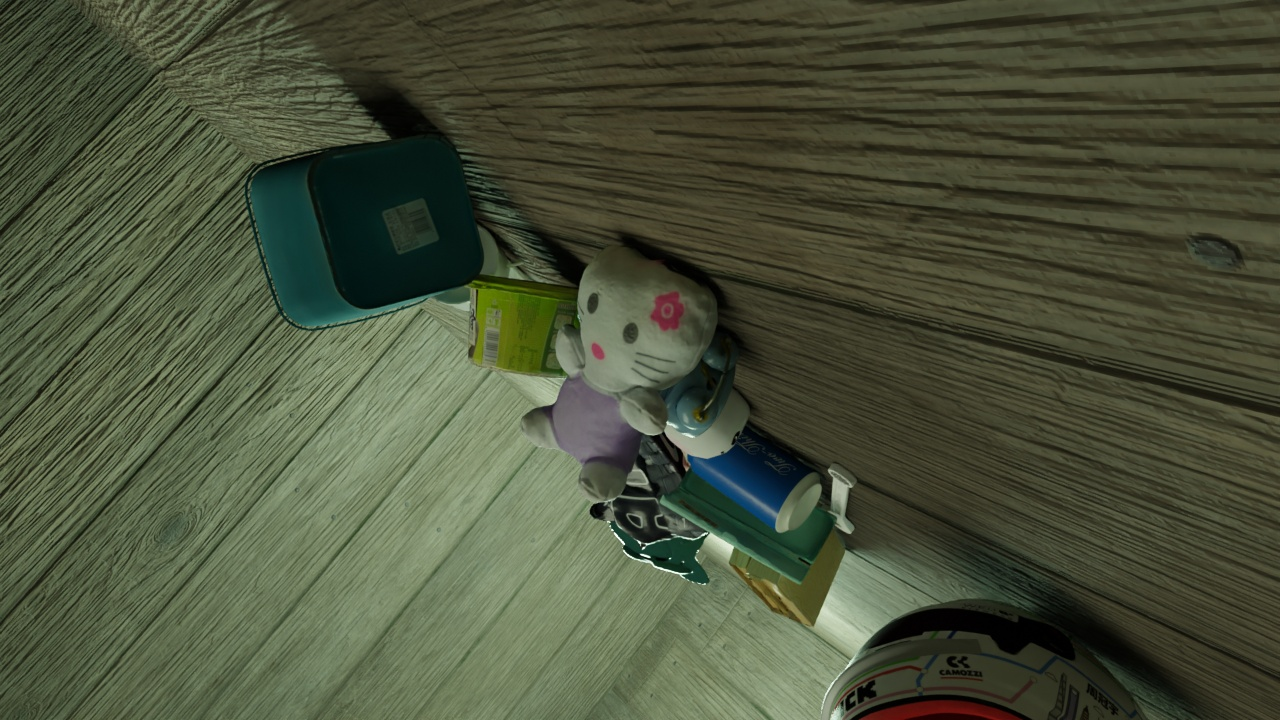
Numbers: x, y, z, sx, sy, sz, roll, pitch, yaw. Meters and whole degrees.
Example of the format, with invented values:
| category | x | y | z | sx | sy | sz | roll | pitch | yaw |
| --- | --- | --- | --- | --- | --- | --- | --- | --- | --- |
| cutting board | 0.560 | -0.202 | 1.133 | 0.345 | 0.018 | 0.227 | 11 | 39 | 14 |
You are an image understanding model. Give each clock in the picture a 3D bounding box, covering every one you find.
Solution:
| category | x | y | z | sx | sy | sz | roll | pitch | yaw |
| --- | --- | --- | --- | --- | --- | --- | --- | --- | --- |
| clock | 0.047 | 0.019 | 0.809 | 0.051 | 0.088 | 0.125 | 25 | 167 | -20 |
| clock | -0.235 | -0.122 | 1.145 | 0.159 | 0.120 | 0.061 | 25 | 175 | 18 |

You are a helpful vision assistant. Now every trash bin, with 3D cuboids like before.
| category | x | y | z | sx | sy | sz | roll | pitch | yaw |
| --- | --- | --- | --- | --- | --- | --- | --- | --- | --- |
| trash bin | -0.281 | -0.137 | 0.958 | 0.219 | 0.196 | 0.199 | 6 | 112 | 59 |

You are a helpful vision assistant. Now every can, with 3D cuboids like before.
| category | x | y | z | sx | sy | sz | roll | pitch | yaw |
| --- | --- | --- | --- | --- | --- | --- | --- | --- | --- |
| can | 0.127 | 0.126 | 1.040 | 0.146 | 0.079 | 0.079 | 33 | 169 | 31 |

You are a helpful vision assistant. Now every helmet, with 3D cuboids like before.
| category | x | y | z | sx | sy | sz | roll | pitch | yaw |
| --- | --- | --- | --- | --- | --- | --- | --- | --- | --- |
| helmet | 0.050 | 0.229 | 1.426 | 0.176 | 0.200 | 0.275 | 30 | 167 | 43 |
| helmet | 0.320 | 0.339 | 0.856 | 0.314 | 0.232 | 0.235 | 33 | -154 | 0 |

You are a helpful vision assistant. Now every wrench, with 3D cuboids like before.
| category | x | y | z | sx | sy | sz | roll | pitch | yaw |
| --- | --- | --- | --- | --- | --- | --- | --- | --- | --- |
| wrench | 0.224 | 0.158 | 1.034 | 0.047 | 0.009 | 0.273 | 35 | 170 | 20 |

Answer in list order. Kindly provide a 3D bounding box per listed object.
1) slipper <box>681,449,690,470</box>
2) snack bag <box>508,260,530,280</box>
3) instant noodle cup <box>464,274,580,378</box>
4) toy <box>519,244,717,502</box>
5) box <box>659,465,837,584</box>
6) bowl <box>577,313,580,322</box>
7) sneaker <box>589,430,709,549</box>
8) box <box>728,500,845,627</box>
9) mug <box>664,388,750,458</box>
| category | x | y | z | sx | sy | sz | roll | pitch | yaw |
| --- | --- | --- | --- | --- | --- | --- | --- | --- | --- |
| slipper | 0.097 | 0.170 | 1.211 | 0.221 | 0.056 | 0.106 | 62 | -164 | -17 |
| snack bag | -0.189 | -0.112 | 1.246 | 0.077 | 0.036 | 0.116 | 42 | 170 | -16 |
| instant noodle cup | -0.121 | -0.037 | 0.993 | 0.146 | 0.098 | 0.146 | 8 | -175 | -1 |
| toy | -0.013 | 0.009 | 0.764 | 0.085 | 0.210 | 0.137 | -2 | -146 | -49 |
| box | 0.128 | 0.176 | 1.080 | 0.187 | 0.078 | 0.112 | 29 | -163 | 18 |
| bowl | -0.002 | -0.025 | 0.928 | 0.121 | 0.046 | 0.121 | 38 | 170 | 7 |
| sneaker | -0.020 | 0.155 | 1.257 | 0.252 | 0.151 | 0.097 | 58 | -164 | -9 |
| box | 0.196 | 0.261 | 1.229 | 0.092 | 0.128 | 0.249 | 21 | 163 | 31 |
| mug | 0.064 | 0.063 | 0.991 | 0.090 | 0.076 | 0.124 | 38 | 169 | 4 |
